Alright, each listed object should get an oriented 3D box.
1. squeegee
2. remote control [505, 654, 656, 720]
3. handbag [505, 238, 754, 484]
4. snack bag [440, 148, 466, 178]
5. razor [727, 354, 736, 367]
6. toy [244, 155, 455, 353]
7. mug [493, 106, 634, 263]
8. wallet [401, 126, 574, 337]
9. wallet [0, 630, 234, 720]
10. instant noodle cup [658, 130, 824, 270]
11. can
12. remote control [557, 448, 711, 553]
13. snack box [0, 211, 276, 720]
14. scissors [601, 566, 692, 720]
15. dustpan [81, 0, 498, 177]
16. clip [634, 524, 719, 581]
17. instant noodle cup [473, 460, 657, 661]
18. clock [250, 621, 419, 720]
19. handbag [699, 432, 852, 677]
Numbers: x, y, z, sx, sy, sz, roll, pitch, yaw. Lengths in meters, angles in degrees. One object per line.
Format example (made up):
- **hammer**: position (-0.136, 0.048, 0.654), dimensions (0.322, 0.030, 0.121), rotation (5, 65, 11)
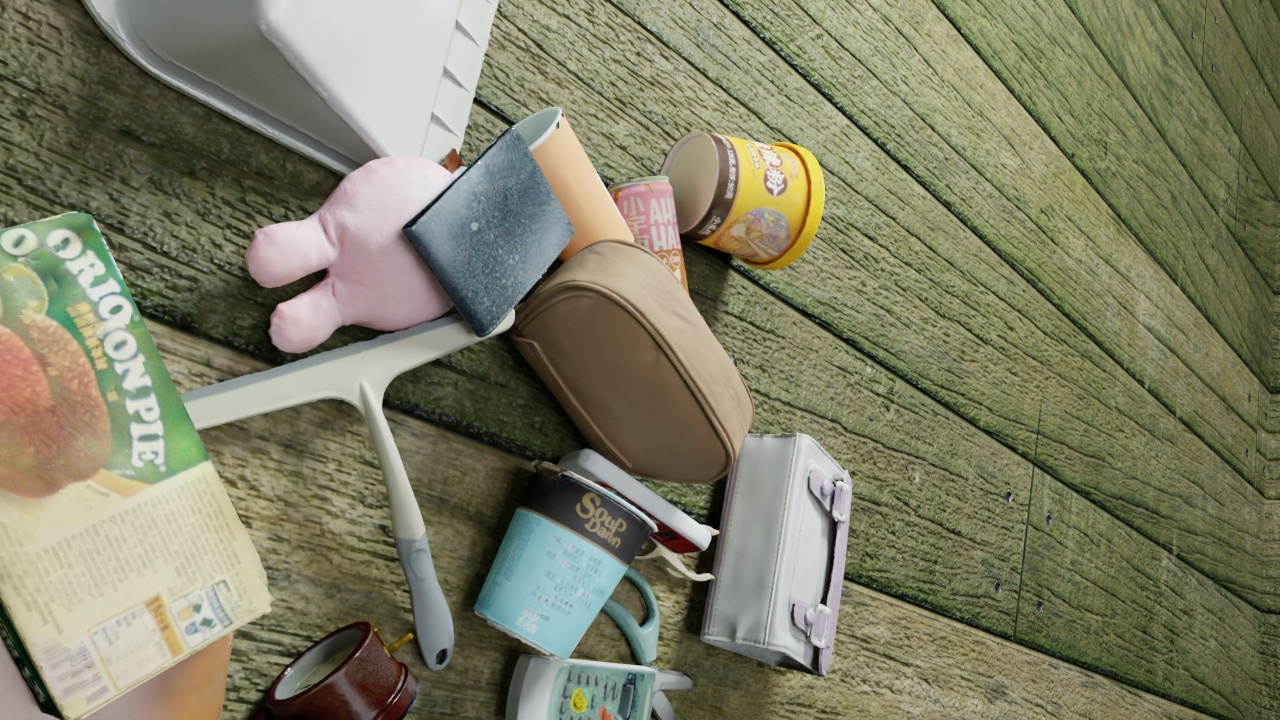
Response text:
- **squeegee**: position (-0.162, 0.108, 0.623), dimensions (0.245, 0.039, 0.247), rotation (-20, 105, -31)
- **remote control**: position (-0.044, 0.264, 0.719), dimensions (0.135, 0.019, 0.056), rotation (22, 74, -38)
- **handbag**: position (-0.004, 0.004, 0.717), dimensions (0.204, 0.148, 0.099), rotation (56, 42, -24)
- **snack bag**: position (-0.121, -0.107, 0.695), dimensions (0.105, 0.026, 0.045), rotation (55, 40, -27)
- **razor**: position (0.043, 0.012, 0.840), dimensions (0.142, 0.022, 0.042), rotation (-10, 96, -42)
- **toy**: position (-0.182, -0.070, 0.614), dimensions (0.159, 0.054, 0.121), rotation (-27, 124, -36)
- **mug**: position (-0.060, -0.127, 0.724), dimensions (0.123, 0.078, 0.078), rotation (52, 56, -30)
- **wallet**: position (-0.100, -0.091, 0.640), dimensions (0.120, 0.019, 0.097), rotation (-53, 132, -30)
- **wallet**: position (-0.300, 0.176, 0.514), dimensions (0.131, 0.031, 0.107), rotation (13, 75, -40)
- **instant noodle cup**: position (0.085, -0.149, 0.833), dimensions (0.114, 0.119, 0.118), rotation (8, 81, -33)
- **can**: position (0.009, -0.081, 0.792), dimensions (0.057, 0.058, 0.147), rotation (-13, 95, -42)
- **remote control**: position (-0.006, 0.117, 0.746), dimensions (0.136, 0.056, 0.020), rotation (37, 62, -17)
- **snack box**: position (-0.300, 0.053, 0.479), dimensions (0.114, 0.063, 0.240), rotation (-30, 99, -44)
- **scissors**: position (-0.022, 0.266, 0.765), dimensions (0.176, 0.019, 0.174), rotation (-40, 114, -37)
- **dustpan**: position (-0.233, -0.250, 0.621), dimensions (0.257, 0.143, 0.222), rotation (44, 55, -65)
- **clip**: position (0.026, 0.153, 0.808), dimensions (0.104, 0.035, 0.089), rotation (37, 67, -25)
- **instant noodle cup**: position (-0.064, 0.152, 0.685), dimensions (0.111, 0.111, 0.120), rotation (41, 70, -32)
- **clock**: position (-0.196, 0.216, 0.570), dimensions (0.121, 0.082, 0.055), rotation (-40, 108, -38)
- **handbag**: position (0.140, 0.183, 0.861), dimensions (0.145, 0.099, 0.196), rotation (39, 58, -49)
